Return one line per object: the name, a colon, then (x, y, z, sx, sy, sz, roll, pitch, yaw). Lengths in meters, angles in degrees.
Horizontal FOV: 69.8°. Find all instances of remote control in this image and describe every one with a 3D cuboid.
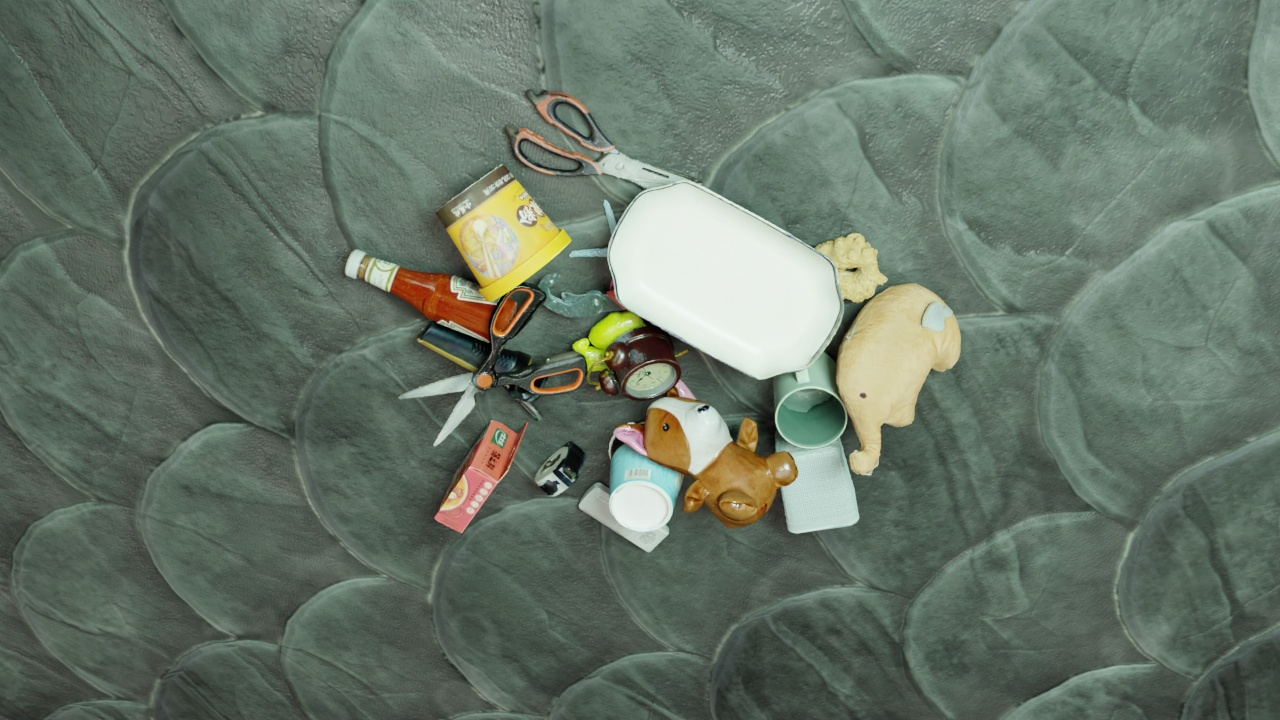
remote control: (-0.024, 0.217, 1.262, 0.125, 0.024, 0.049, 34, 118, -13)

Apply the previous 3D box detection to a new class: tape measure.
tape measure: (-0.107, 0.146, 1.207, 0.066, 0.065, 0.033, -39, 105, 22)

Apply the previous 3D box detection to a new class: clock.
clock: (-0.006, 0.006, 1.090, 0.121, 0.055, 0.082, -6, 141, -21)

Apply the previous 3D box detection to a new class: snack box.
snack box: (-0.206, 0.141, 1.189, 0.044, 0.113, 0.127, 32, 118, -10)

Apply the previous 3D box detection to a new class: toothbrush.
toothbrush: (-0.187, 0.016, 1.172, 0.016, 0.018, 0.181, -35, 112, 20)

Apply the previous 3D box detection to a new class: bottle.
bottle: (-0.250, -0.081, 1.100, 0.206, 0.059, 0.060, 22, 120, -5)

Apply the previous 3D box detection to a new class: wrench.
wrench: (0.012, -0.076, 1.063, 0.274, 0.016, 0.056, 0, 124, 12)

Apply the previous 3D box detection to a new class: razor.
razor: (-0.195, -0.001, 1.132, 0.167, 0.062, 0.068, 26, 137, -13)

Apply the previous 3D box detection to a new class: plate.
plate: (0.093, -0.089, 1.010, 0.265, 0.034, 0.162, 28, 110, -3)

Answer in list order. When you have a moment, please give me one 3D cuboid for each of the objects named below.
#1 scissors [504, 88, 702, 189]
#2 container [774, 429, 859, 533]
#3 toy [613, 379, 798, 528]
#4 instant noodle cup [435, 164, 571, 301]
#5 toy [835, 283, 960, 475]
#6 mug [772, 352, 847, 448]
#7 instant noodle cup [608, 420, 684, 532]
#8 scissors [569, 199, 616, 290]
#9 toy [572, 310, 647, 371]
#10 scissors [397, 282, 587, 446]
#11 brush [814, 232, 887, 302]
scissors: (-0.036, -0.233, 1.010, 0.205, 0.015, 0.199, -15, 116, 15)
container: (0.218, 0.142, 1.156, 0.090, 0.089, 0.111, -11, 114, 13)
toy: (0.078, 0.108, 1.097, 0.199, 0.139, 0.131, 40, 143, 22)
instant noodle cup: (-0.157, -0.145, 1.023, 0.119, 0.118, 0.114, -30, 104, 21)
toy: (0.272, 0.017, 1.027, 0.143, 0.083, 0.225, 42, 74, -16)
mug: (0.195, 0.029, 1.080, 0.082, 0.106, 0.112, -11, 118, 14)
instant noodle cup: (0.007, 0.153, 1.166, 0.111, 0.120, 0.111, 3, 120, 5)
scissors: (-0.020, -0.123, 1.068, 0.133, 0.017, 0.135, -3, 114, 17)
toy: (-0.033, -0.022, 1.121, 0.096, 0.031, 0.100, 9, 127, -11)
scissors: (-0.169, 0.005, 1.086, 0.220, 0.021, 0.228, 5, 108, -20)
brush: (0.152, -0.105, 1.051, 0.255, 0.045, 0.083, 1, 131, 12)
